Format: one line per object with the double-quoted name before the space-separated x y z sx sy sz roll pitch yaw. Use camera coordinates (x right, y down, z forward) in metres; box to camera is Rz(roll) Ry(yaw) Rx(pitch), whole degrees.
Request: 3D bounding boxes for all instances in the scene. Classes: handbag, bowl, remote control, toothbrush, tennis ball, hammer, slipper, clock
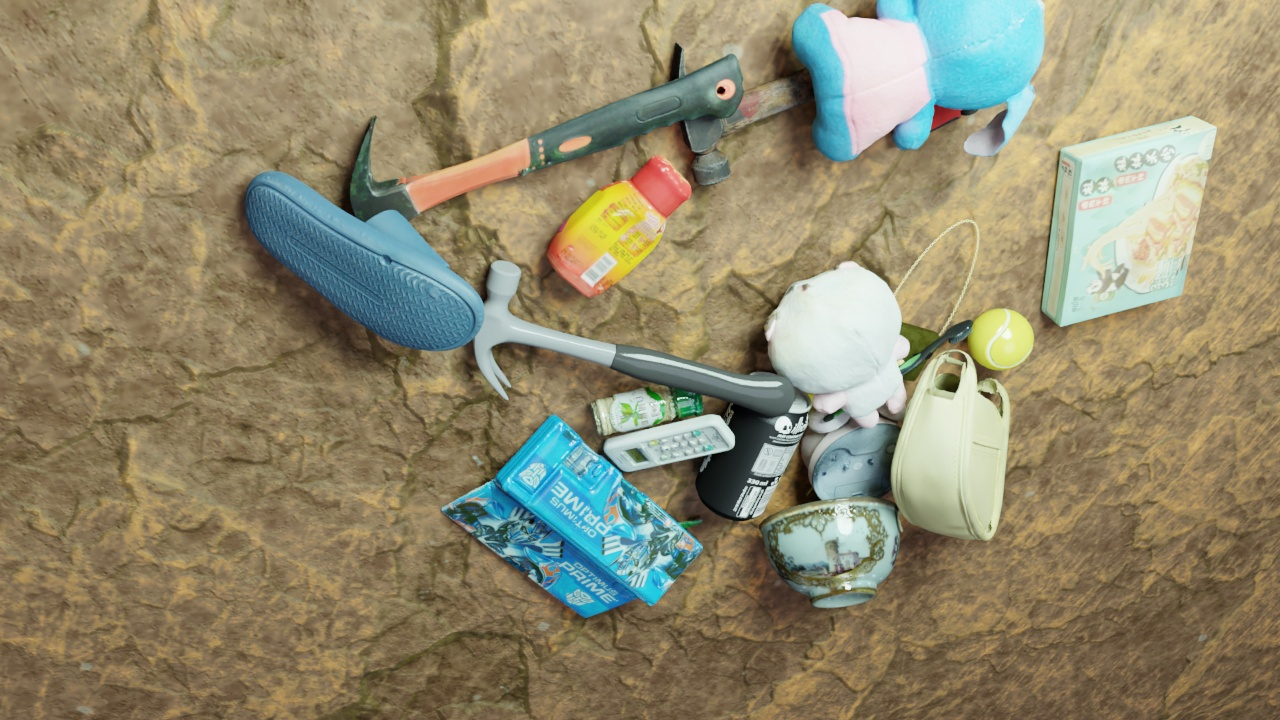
"handbag" 0.296 -0.061 0.946 0.084 0.027 0.178 13 116 -25
"bowl" 0.218 0.221 1.024 0.160 0.093 0.160 -4 153 -2
"handbag" 0.328 0.096 0.973 0.232 0.089 0.191 21 81 -58
"remote control" 0.028 0.082 0.934 0.134 0.022 0.050 -15 135 27
"toothbrush" 0.269 0.013 0.956 0.188 0.014 0.017 -33 131 -2
"tennis ball" 0.381 -0.022 0.971 0.065 0.065 0.065 -8 124 -12
"hammer" -0.075 -0.173 0.744 0.333 0.033 0.133 -18 123 2
"slipper" -0.218 -0.079 0.732 0.214 0.059 0.104 31 134 1
"clock" 0.233 0.085 1.002 0.116 0.058 0.158 -11 124 -11
"hammer" -0.005 0.005 0.859 0.310 0.029 0.125 15 118 -9
"hammer" 0.187 -0.259 0.782 0.330 0.033 0.120 -21 124 -3

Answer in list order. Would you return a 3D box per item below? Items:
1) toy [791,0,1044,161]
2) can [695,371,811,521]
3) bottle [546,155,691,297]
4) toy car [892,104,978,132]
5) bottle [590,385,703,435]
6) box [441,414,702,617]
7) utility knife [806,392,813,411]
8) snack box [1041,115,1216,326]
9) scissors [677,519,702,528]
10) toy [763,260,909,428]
"toy" 0.218 -0.256 0.729 0.191 0.098 0.224 -19 113 8
"can" 0.117 0.091 0.958 0.080 0.080 0.146 10 119 -22
"bottle" -0.017 -0.119 0.801 0.134 0.048 0.071 -42 124 12
"toy car" 0.267 -0.230 0.826 0.089 0.025 0.038 -26 126 2
"bottle" 0.006 0.046 0.921 0.110 0.042 0.043 -12 125 -7
"box" -0.068 0.188 0.973 0.176 0.059 0.243 -39 120 12
"utility knife" 0.149 0.100 1.005 0.020 0.028 0.175 10 119 -18
"snack box" 0.495 -0.139 0.941 0.141 0.044 0.194 -14 126 -5
"scissors" 0.010 0.188 1.033 0.127 0.011 0.123 -13 125 -7
"toy" 0.205 -0.008 0.900 0.138 0.101 0.179 -40 118 -6
